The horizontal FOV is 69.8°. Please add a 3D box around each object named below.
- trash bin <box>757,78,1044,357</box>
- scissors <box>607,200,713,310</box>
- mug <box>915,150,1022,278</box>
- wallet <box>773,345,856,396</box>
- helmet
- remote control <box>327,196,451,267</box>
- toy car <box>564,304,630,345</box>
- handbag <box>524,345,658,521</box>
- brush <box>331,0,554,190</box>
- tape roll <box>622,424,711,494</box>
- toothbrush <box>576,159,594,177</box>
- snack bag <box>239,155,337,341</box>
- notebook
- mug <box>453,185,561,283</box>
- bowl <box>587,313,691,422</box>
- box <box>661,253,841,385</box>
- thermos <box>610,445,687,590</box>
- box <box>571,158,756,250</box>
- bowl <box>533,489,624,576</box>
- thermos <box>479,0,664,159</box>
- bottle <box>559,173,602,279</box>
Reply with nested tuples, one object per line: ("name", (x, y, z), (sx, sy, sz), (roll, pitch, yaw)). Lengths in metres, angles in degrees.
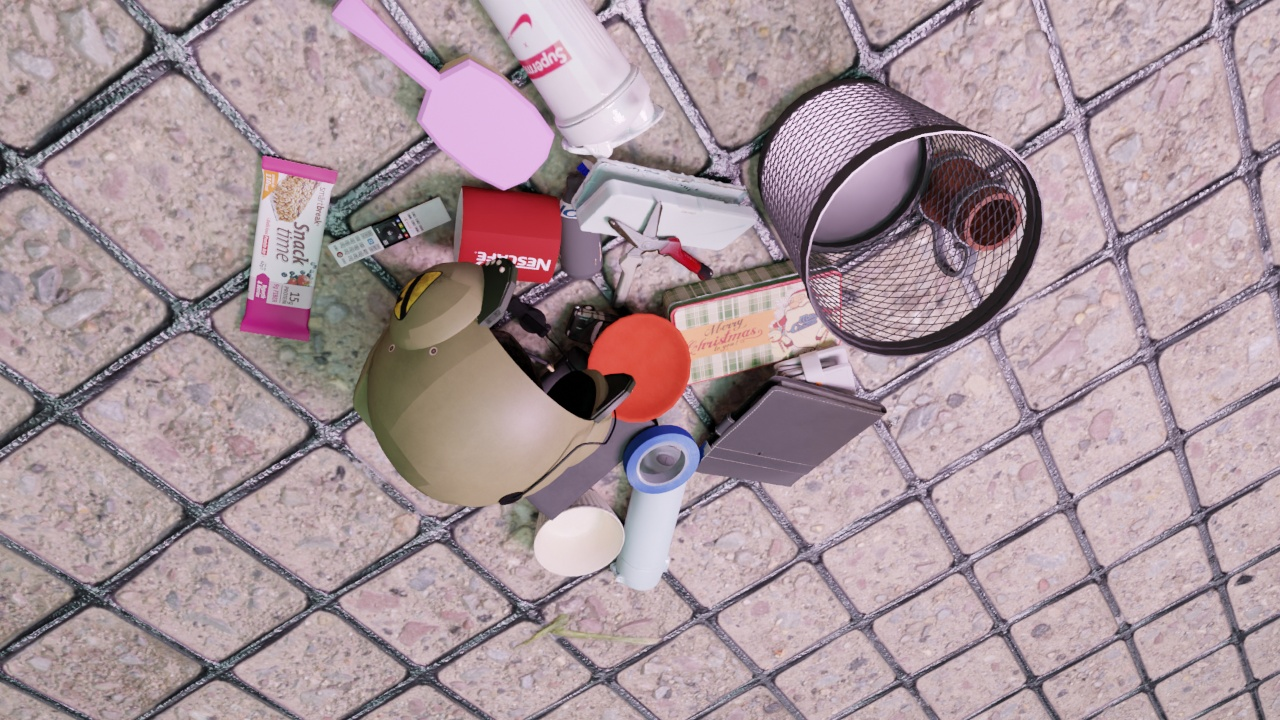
("trash bin", (0.235, -0.155, 0.906), (0.217, 0.227, 0.218), (-4, 122, -7))
("scissors", (0.009, -0.103, 0.970), (0.198, 0.015, 0.180), (6, 148, -43))
("mug", (0.352, -0.158, 1.011), (0.081, 0.111, 0.118), (6, 120, -18))
("wallet", (0.199, 0.030, 1.115), (0.115, 0.037, 0.118), (-16, 153, 10))
("helmet", (-0.157, 0.020, 0.899), (0.233, 0.255, 0.250), (-40, 122, 9))
("remote control", (-0.256, -0.132, 0.936), (0.124, 0.011, 0.028), (-23, 125, 1))
("toy car", (-0.037, -0.033, 1.040), (0.092, 0.037, 0.040), (12, 118, -21))
("handbag", (-0.111, 0.061, 1.069), (0.176, 0.072, 0.195), (-41, 117, 12))
("brush", (-0.183, -0.255, 0.855), (0.089, 0.043, 0.228), (-44, 122, 15))
("tape roll", (0.024, 0.117, 1.078), (0.093, 0.016, 0.091), (24, 114, -34))
("toothbrush", (0.001, -0.152, 0.986), (0.016, 0.015, 0.186), (-39, 123, 18))
("snack bag", (-0.356, -0.107, 0.925), (0.070, 0.016, 0.197), (10, 119, -21))
("notebook", (0.174, 0.094, 1.137), (0.169, 0.029, 0.210), (14, 139, -22))
("mug", (-0.140, -0.117, 0.938), (0.096, 0.080, 0.117), (4, 144, -16))
("bowl", (-0.006, 0.006, 1.021), (0.121, 0.035, 0.122), (-4, 102, -20))
("box", (0.132, -0.046, 1.068), (0.205, 0.050, 0.118), (-12, 123, -5))
("thermos", (0.014, 0.209, 1.193), (0.077, 0.065, 0.207), (-3, 123, -23))
("box", (0.026, -0.151, 0.937), (0.198, 0.067, 0.084), (1, 128, -38))
("bowl", (-0.082, 0.212, 1.172), (0.115, 0.062, 0.115), (-6, 123, -10))
("thermos", (-0.076, -0.289, 0.836), (0.099, 0.099, 0.220), (-34, 119, 9))
("bottle", (-0.064, -0.139, 0.958), (0.047, 0.047, 0.113), (-7, 124, -10))
